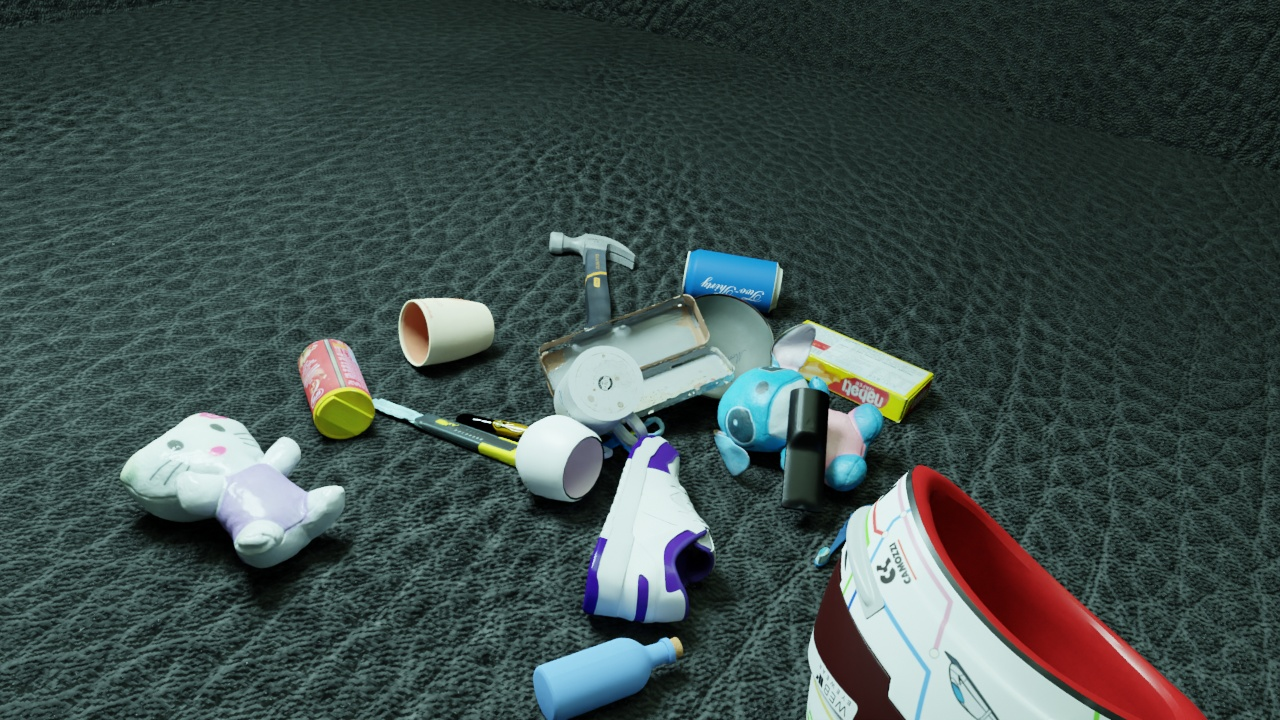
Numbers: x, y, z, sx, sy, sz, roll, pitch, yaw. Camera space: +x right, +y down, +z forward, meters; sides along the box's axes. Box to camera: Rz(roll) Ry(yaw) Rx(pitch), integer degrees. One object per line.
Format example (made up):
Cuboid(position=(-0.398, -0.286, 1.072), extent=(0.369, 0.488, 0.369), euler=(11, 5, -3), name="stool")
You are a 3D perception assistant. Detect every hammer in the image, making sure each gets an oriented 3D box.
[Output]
Cuboid(position=(-0.074, -0.114, 1.401), extent=(0.139, 0.035, 0.311), euler=(5, 32, -7), name="hammer")

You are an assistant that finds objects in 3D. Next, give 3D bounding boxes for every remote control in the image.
Cuboid(position=(0.184, 0.098, 1.017), extent=(0.045, 0.021, 0.140), euler=(8, 67, 2), name="remote control")

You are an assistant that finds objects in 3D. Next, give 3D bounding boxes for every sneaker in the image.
Cuboid(position=(0.027, 0.165, 0.921), extent=(0.111, 0.092, 0.243), euler=(14, 36, 7), name="sneaker")

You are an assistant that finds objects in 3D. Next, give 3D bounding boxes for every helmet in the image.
Cuboid(position=(0.235, 0.263, 0.661), extent=(0.314, 0.236, 0.230), euler=(47, 24, 28), name="helmet")

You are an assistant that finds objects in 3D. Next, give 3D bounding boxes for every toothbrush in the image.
Cuboid(position=(0.225, 0.186, 0.995), extent=(0.021, 0.016, 0.132), euler=(29, 38, 29), name="toothbrush")

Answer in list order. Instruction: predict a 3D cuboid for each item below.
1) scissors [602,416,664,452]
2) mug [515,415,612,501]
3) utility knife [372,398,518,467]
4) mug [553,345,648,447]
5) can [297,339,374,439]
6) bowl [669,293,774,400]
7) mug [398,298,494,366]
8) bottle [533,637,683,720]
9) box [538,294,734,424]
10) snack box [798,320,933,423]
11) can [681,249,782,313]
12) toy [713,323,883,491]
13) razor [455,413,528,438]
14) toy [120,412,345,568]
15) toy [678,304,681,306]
Cuboid(position=(-0.020, 0.091, 1.102), extent=(0.130, 0.014, 0.125), euler=(-15, 37, -26), name="scissors")
Cuboid(position=(-0.081, 0.103, 1.002), extent=(0.076, 0.090, 0.123), euler=(16, 13, 32), name="mug")
Cuboid(position=(-0.222, 0.082, 1.068), extent=(0.234, 0.020, 0.028), euler=(17, 31, 16), name="utility knife")
Cuboid(position=(-0.037, 0.051, 1.028), extent=(0.083, 0.097, 0.119), euler=(-39, 87, -21), name="mug")
Cuboid(position=(-0.356, 0.031, 1.071), extent=(0.066, 0.067, 0.124), euler=(-9, 35, -25), name="can")
Cuboid(position=(0.101, -0.010, 1.220), extent=(0.150, 0.057, 0.150), euler=(1, 68, -3), name="bowl")
Cuboid(position=(-0.259, -0.040, 1.207), extent=(0.104, 0.085, 0.112), euler=(-9, 5, -41), name="mug")
Cuboid(position=(-0.023, 0.265, 0.784), extent=(0.131, 0.048, 0.048), euler=(-11, 36, -27), name="bottle")
Cuboid(position=(-0.007, 0.009, 1.141), extent=(0.216, 0.071, 0.156), euler=(-21, 48, -11), name="box")
Cuboid(position=(0.291, 0.011, 1.267), extent=(0.201, 0.042, 0.091), euler=(27, 36, 28), name="snack box")
Cuboid(position=(0.141, -0.123, 1.415), extent=(0.146, 0.079, 0.078), euler=(10, 32, 4), name="can")
Cuboid(position=(0.193, 0.066, 1.099), extent=(0.191, 0.099, 0.223), euler=(25, 55, 14), name="toy")
Cuboid(position=(-0.150, 0.083, 1.073), extent=(0.144, 0.021, 0.044), euler=(10, 53, 14), name="razor")
Cuboid(position=(-0.396, 0.125, 0.897), extent=(0.209, 0.086, 0.137), euler=(25, 33, 23), name="toy")
Cuboid(position=(0.058, -0.053, 1.320), extent=(0.112, 0.050, 0.087), euler=(-26, 45, -34), name="toy")
